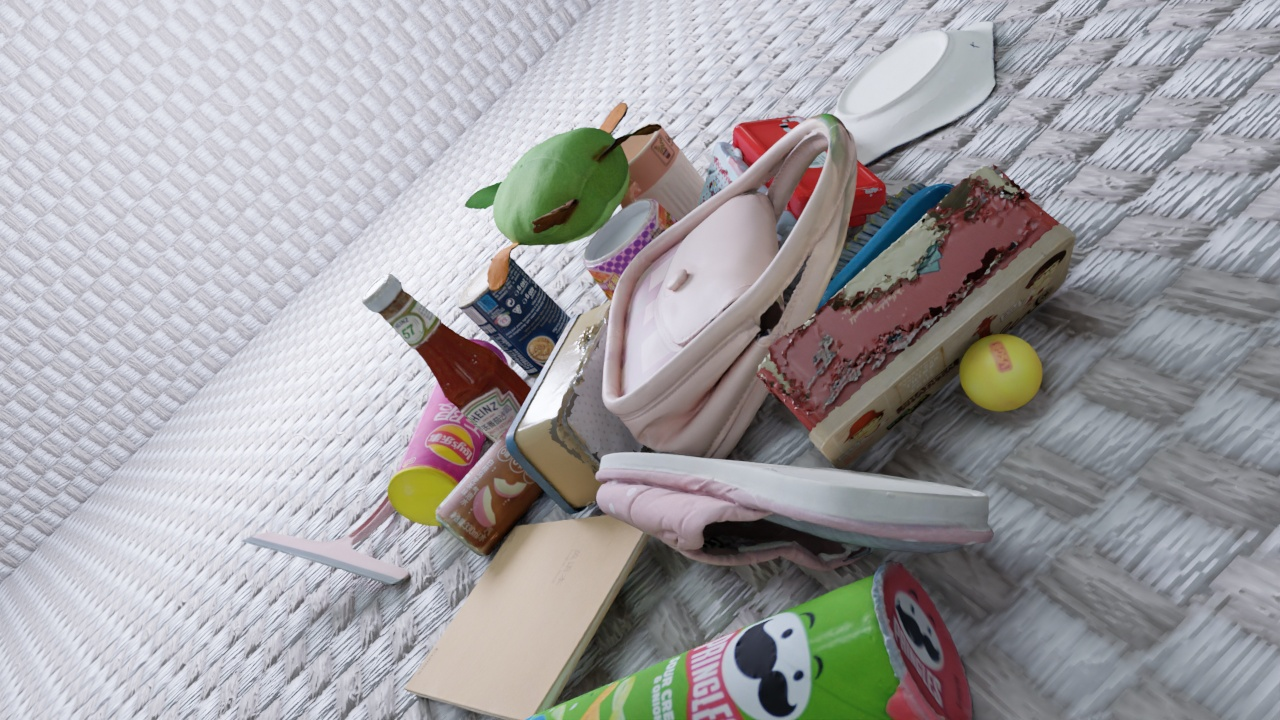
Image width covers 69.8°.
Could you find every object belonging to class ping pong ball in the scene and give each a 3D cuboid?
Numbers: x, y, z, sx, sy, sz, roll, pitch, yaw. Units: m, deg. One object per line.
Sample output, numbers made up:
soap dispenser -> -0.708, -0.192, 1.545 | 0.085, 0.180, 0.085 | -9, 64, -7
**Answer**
ping pong ball -> 0.187, 0.006, 0.476 | 0.040, 0.040, 0.040 | -34, 26, 19

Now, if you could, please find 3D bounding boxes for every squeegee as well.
squeegee -> -0.251, 0.124, 0.958 | 0.248, 0.040, 0.248 | 3, 44, 38

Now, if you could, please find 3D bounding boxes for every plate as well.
plate -> 0.229, -0.241, 0.811 | 0.164, 0.034, 0.163 | -24, 32, 36

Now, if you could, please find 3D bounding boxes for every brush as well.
brush -> 0.165, -0.056, 0.590 | 0.143, 0.055, 0.073 | -46, 24, -6

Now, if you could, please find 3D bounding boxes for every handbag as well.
handbag -> 0.069, -0.062, 0.626 | 0.235, 0.093, 0.192 | -51, 20, 33

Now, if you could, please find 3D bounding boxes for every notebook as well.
notebook -> -0.079, 0.169, 0.625 | 0.212, 0.012, 0.149 | -21, 31, 55

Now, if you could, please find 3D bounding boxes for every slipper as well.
slipper -> 0.062, 0.080, 0.481 | 0.275, 0.114, 0.054 | -4, 80, 60

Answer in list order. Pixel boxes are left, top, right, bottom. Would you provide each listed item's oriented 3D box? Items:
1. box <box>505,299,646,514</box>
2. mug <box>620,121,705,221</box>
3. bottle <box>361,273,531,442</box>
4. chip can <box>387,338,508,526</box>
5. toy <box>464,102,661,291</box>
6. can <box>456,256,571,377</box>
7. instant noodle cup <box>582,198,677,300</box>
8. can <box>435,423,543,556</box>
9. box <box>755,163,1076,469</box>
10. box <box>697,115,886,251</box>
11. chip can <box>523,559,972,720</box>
box -> -0.033, 0.033, 0.704 | 0.061, 0.090, 0.183 | -24, 25, 35
mug -> 0.016, -0.167, 0.929 | 0.082, 0.106, 0.114 | -26, 30, 33
bottle -> -0.152, 0.008, 0.789 | 0.060, 0.206, 0.059 | -33, 27, 20
chip can -> -0.185, 0.064, 0.912 | 0.072, 0.071, 0.210 | -31, 27, 25
toy -> -0.077, -0.160, 0.870 | 0.226, 0.090, 0.247 | -52, 23, -13
can -> -0.126, -0.047, 0.949 | 0.075, 0.111, 0.075 | -34, 26, 20
instant noodle cup -> 0.010, -0.081, 0.814 | 0.112, 0.099, 0.111 | -33, 28, 19
can -> -0.101, 0.090, 0.760 | 0.147, 0.058, 0.058 | -49, 25, -11
box -> 0.144, -0.026, 0.505 | 0.168, 0.091, 0.076 | -42, 65, 5
box -> 0.119, -0.132, 0.787 | 0.118, 0.098, 0.201 | -9, 32, -8
chip can -> 0.027, 0.170, 0.423 | 0.237, 0.072, 0.072 | -32, 27, 26
